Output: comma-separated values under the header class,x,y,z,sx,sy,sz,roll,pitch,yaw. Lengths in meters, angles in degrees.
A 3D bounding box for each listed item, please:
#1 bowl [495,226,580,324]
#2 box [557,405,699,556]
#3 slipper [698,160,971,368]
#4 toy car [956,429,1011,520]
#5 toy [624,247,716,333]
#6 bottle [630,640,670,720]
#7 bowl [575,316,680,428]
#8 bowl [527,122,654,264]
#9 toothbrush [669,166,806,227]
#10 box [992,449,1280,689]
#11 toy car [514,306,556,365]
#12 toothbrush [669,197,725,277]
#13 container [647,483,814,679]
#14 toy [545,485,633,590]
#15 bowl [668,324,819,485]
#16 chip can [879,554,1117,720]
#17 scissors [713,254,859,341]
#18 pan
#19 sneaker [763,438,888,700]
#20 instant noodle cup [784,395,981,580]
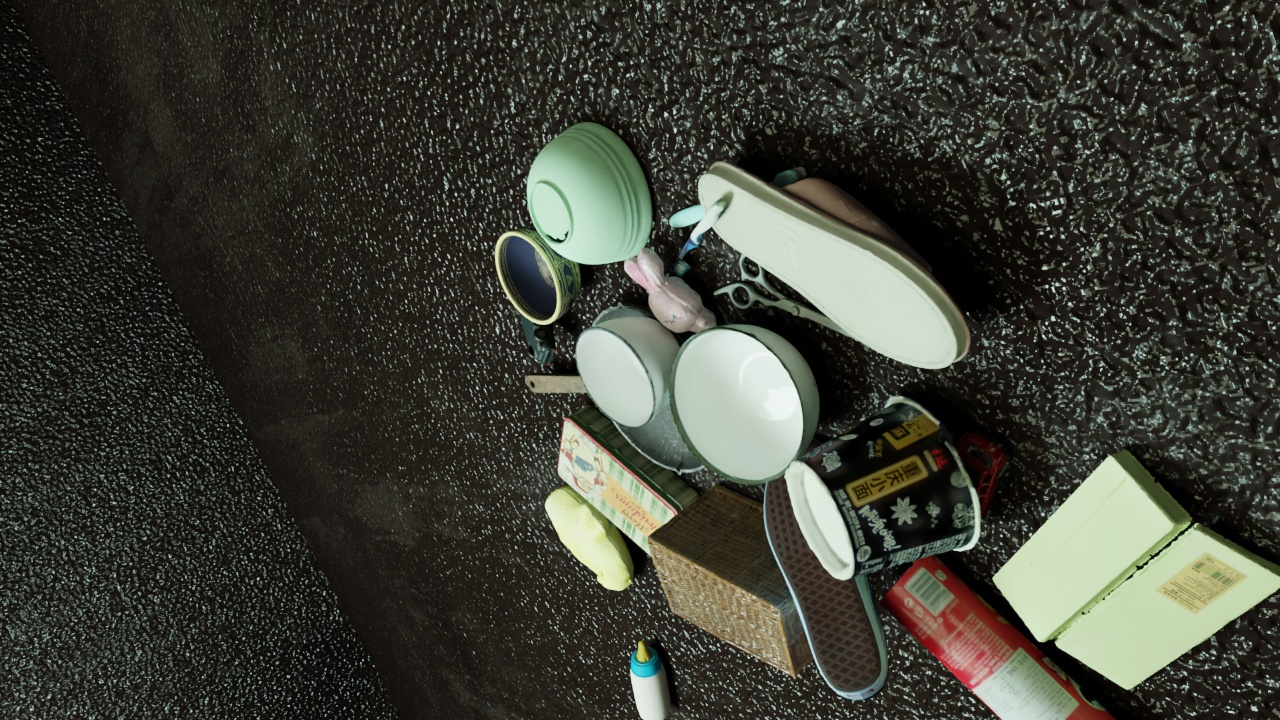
class,x,y,z,sx,sy,sz,roll,pitch,yaw
bowl,-0.107,-0.105,1.050,0.112,0.061,0.113,31,137,34
box,-0.020,0.155,1.150,0.205,0.049,0.118,38,141,26
slipper,0.153,-0.088,0.736,0.274,0.054,0.114,40,157,33
toy car,0.274,0.099,0.759,0.042,0.036,0.091,33,144,32
toy,0.028,-0.064,0.913,0.110,0.047,0.063,48,173,-4
bottle,0.012,0.462,1.337,0.051,0.051,0.146,20,130,42
bowl,-0.006,0.006,0.942,0.116,0.065,0.116,30,136,34
bowl,-0.065,-0.162,0.944,0.151,0.076,0.151,32,137,35
toothbrush,0.081,-0.145,0.830,0.181,0.016,0.016,-10,109,55
box,0.364,0.168,0.697,0.141,0.043,0.188,41,142,20
toy car,-0.126,-0.047,1.125,0.046,0.034,0.112,117,141,-49
toothbrush,0.053,-0.109,0.842,0.017,0.016,0.189,44,164,2
container,0.119,0.233,0.980,0.199,0.113,0.113,18,132,45
toy,-0.068,0.243,1.262,0.170,0.064,0.155,46,149,19
bowl,0.107,0.034,0.869,0.154,0.072,0.153,18,118,38
chip can,0.317,0.270,0.800,0.233,0.073,0.073,43,142,22
scissors,0.132,-0.045,0.842,0.170,0.014,0.095,46,142,22
pan,-0.028,0.026,1.072,0.358,0.040,0.208,3,118,51
sneaker,0.176,0.198,0.867,0.098,0.083,0.241,52,-155,-59
instant noodle cup,0.194,0.113,0.760,0.137,0.112,0.137,159,90,-77
